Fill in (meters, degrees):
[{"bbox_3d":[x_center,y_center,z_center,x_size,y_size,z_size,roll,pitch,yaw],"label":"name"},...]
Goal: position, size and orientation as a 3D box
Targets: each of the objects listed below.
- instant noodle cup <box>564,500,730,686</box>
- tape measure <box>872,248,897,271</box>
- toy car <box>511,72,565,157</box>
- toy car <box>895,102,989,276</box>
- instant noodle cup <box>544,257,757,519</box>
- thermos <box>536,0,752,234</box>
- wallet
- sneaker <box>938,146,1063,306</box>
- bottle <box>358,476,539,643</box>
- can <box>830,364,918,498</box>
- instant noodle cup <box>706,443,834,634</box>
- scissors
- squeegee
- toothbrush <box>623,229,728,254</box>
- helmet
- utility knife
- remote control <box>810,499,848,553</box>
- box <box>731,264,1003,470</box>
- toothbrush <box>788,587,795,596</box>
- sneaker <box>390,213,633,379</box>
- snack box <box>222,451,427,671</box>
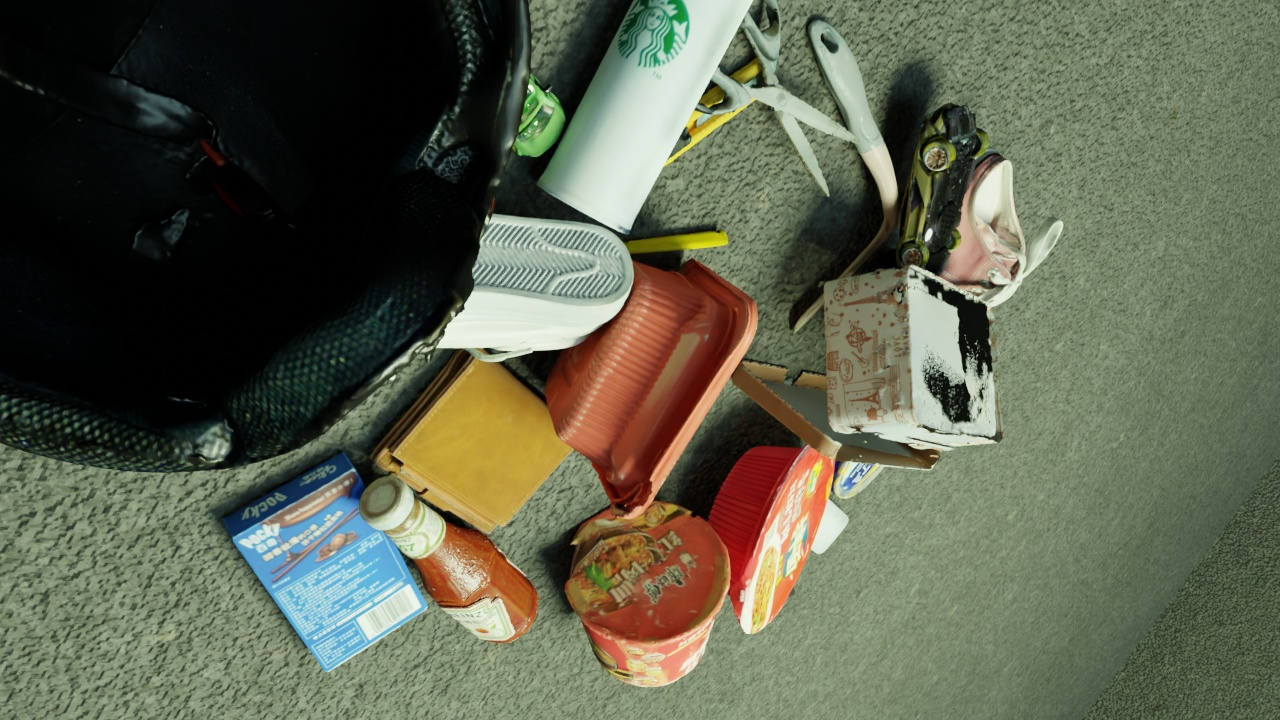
[{"bbox_3d":[0.008,0.207,0.790,0.137,0.138,0.109,-28,141,-23],"label":"instant noodle cup"},{"bbox_3d":[0.244,-0.077,0.843,0.039,0.058,0.057,-54,-179,-6],"label":"tape measure"},{"bbox_3d":[-0.078,-0.155,0.537,0.043,0.036,0.091,-53,141,0],"label":"toy car"},{"bbox_3d":[0.246,-0.134,0.767,0.070,0.042,0.158,-23,128,-40],"label":"toy car"},{"bbox_3d":[-0.004,0.004,0.627,0.079,0.188,0.164,27,98,-17],"label":"instant noodle cup"},{"bbox_3d":[0.016,-0.192,0.564,0.073,0.073,0.224,20,103,-46],"label":"thermos"},{"bbox_3d":[-0.117,0.066,0.654,0.119,0.035,0.130,-47,136,-4],"label":"wallet"},{"bbox_3d":[0.320,-0.091,0.864,0.118,0.088,0.241,-34,144,-16],"label":"sneaker"},{"bbox_3d":[-0.136,0.146,0.664,0.059,0.060,0.206,-41,142,-11],"label":"bottle"},{"bbox_3d":[0.233,0.071,0.942,0.148,0.049,0.074,-50,138,-2],"label":"can"},{"bbox_3d":[0.113,0.152,0.855,0.193,0.066,0.194,-43,144,-44],"label":"instant noodle cup"},{"bbox_3d":[0.094,-0.188,0.647,0.159,0.014,0.175,-19,115,-24],"label":"scissors"},{"bbox_3d":[0.184,-0.170,0.745,0.247,0.040,0.249,-44,136,-7],"label":"squeegee"},{"bbox_3d":[-0.011,-0.084,0.655,0.189,0.016,0.017,-10,117,-35],"label":"toothbrush"},{"bbox_3d":[-0.175,-0.095,0.358,0.233,0.230,0.274,41,82,-23],"label":"helmet"},{"bbox_3d":[0.040,-0.168,0.640,0.164,0.015,0.033,-39,138,-13],"label":"utility knife"},{"bbox_3d":[0.181,0.166,0.984,0.056,0.020,0.136,-50,138,0],"label":"remote control"},{"bbox_3d":[0.196,0.021,0.807,0.182,0.181,0.153,14,74,-46],"label":"box"},{"bbox_3d":[0.114,0.229,0.980,0.189,0.017,0.014,31,84,-44],"label":"toothbrush"},{"bbox_3d":[-0.129,-0.041,0.546,0.241,0.089,0.091,0,156,-25],"label":"sneaker"},{"bbox_3d":[-0.211,0.142,0.633,0.084,0.026,0.157,-30,134,-21],"label":"snack box"}]
